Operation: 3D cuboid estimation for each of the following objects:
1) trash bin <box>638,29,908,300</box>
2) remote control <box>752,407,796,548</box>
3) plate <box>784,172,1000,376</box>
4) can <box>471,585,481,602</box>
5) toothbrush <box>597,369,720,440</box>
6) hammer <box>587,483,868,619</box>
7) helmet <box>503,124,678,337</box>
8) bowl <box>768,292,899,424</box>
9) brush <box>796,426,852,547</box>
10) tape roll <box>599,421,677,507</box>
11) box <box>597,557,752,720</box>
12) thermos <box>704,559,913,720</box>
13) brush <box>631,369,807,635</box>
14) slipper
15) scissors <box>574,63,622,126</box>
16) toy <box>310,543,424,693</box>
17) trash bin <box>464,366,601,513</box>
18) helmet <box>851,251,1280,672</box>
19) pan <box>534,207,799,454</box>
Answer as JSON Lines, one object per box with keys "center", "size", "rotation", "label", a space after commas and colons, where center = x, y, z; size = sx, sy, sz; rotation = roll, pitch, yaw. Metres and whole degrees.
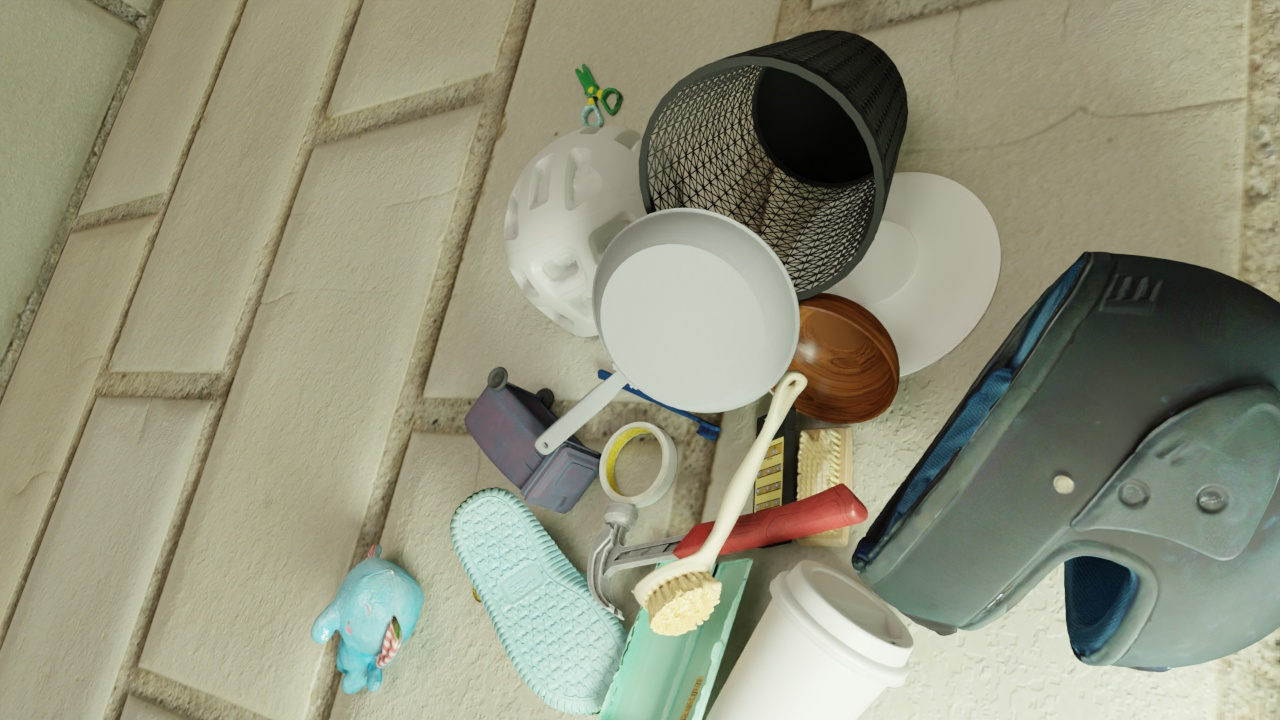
{"center": [0.148, -0.205, 0.871], "size": [0.217, 0.217, 0.242], "rotation": [-10, 24, 33], "label": "trash bin"}
{"center": [0.131, 0.115, 0.902], "size": [0.058, 0.013, 0.133], "rotation": [143, 136, -61], "label": "remote control"}
{"center": [0.238, -0.093, 0.920], "size": [0.230, 0.030, 0.229], "rotation": [-16, 62, 31], "label": "plate"}
{"center": [-0.149, 0.234, 1.049], "size": [0.054, 0.059, 0.099], "rotation": [-7, 67, 35], "label": "can"}
{"center": [0.016, 0.048, 1.034], "size": [0.190, 0.016, 0.017], "rotation": [26, 93, 41], "label": "toothbrush"}
{"center": [0.071, 0.171, 0.875], "size": [0.317, 0.036, 0.126], "rotation": [-21, 39, 38], "label": "hammer"}
{"center": [-0.062, -0.181, 1.142], "size": [0.225, 0.184, 0.281], "rotation": [-13, 43, 28], "label": "helmet"}
{"center": [0.181, -0.015, 0.873], "size": [0.148, 0.147, 0.068], "rotation": [3, 43, 37], "label": "bowl"}
{"center": [0.172, 0.117, 0.872], "size": [0.049, 0.039, 0.117], "rotation": [-6, 69, 34], "label": "brush"}
{"center": [-0.003, 0.115, 1.017], "size": [0.094, 0.019, 0.094], "rotation": [-16, 61, 31], "label": "tape roll"}
{"center": [0.039, 0.274, 0.869], "size": [0.138, 0.057, 0.186], "rotation": [-4, 55, 47], "label": "box"}
{"center": [0.122, 0.293, 0.785], "size": [0.131, 0.131, 0.222], "rotation": [41, 105, 40], "label": "thermos"}
{"center": [0.082, 0.125, 0.830], "size": [0.077, 0.062, 0.272], "rotation": [23, 75, 35], "label": "brush"}
{"center": [-0.107, 0.255, 0.975], "size": [0.115, 0.070, 0.276], "rotation": [-33, 67, -14], "label": "slipper"}
{"center": [-0.072, -0.372, 1.288], "size": [0.071, 0.014, 0.130], "rotation": [-43, 52, 14], "label": "scissors"}
{"center": [-0.346, 0.326, 1.132], "size": [0.181, 0.114, 0.183], "rotation": [-58, 38, 17], "label": "toy"}
{"center": [-0.123, 0.094, 1.070], "size": [0.161, 0.093, 0.092], "rotation": [41, 97, 38], "label": "trash bin"}
{"center": [0.331, 0.092, 0.633], "size": [0.236, 0.249, 0.316], "rotation": [36, 94, 12], "label": "helmet"}
{"center": [-0.005, 0.005, 0.883], "size": [0.201, 0.050, 0.358], "rotation": [47, 122, -3], "label": "pan"}
